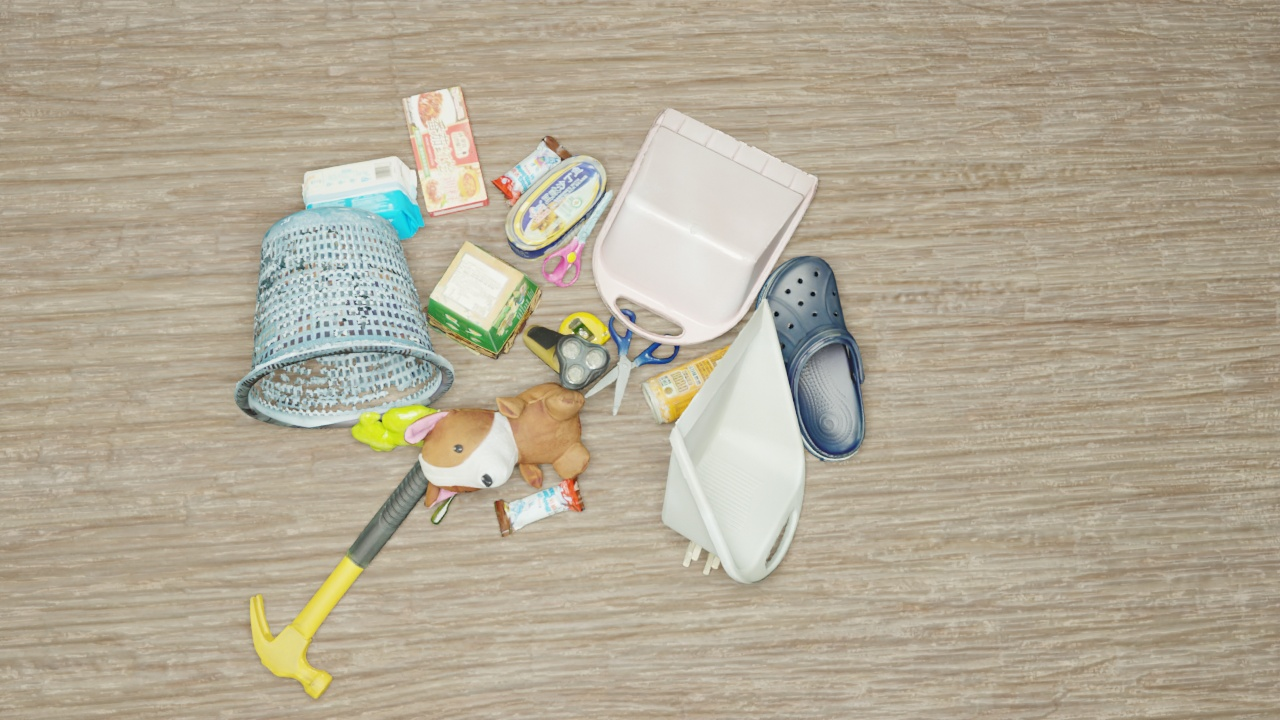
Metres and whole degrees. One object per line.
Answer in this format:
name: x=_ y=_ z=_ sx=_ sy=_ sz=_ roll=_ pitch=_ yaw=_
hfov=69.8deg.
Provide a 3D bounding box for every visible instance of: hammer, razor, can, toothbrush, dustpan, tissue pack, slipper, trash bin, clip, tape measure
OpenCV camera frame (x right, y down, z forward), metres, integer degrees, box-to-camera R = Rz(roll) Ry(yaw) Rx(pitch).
hammer: x=-0.327 y=0.228 z=1.053 sx=0.129 sy=0.033 sz=0.300 roll=37 pitch=81 yaw=1
razor: x=-0.094 y=-0.013 z=1.047 sx=0.062 sy=0.167 sz=0.067 roll=-39 pitch=119 yaw=-13
can: x=-0.102 y=-0.186 z=1.121 sx=0.148 sy=0.049 sz=0.074 roll=-44 pitch=86 yaw=-8
toothbrush: x=-0.189 y=0.116 z=1.088 sx=0.012 sy=0.017 sz=0.185 roll=34 pitch=79 yaw=4
dustpan: x=0.063 y=-0.158 z=1.133 sx=0.222 sy=0.139 sz=0.272 roll=29 pitch=48 yaw=5
tissue pack: x=-0.332 y=-0.183 z=1.091 sx=0.140 sy=0.063 sz=0.090 roll=-12 pitch=61 yaw=-6
can: x=0.078 y=0.024 z=1.095 sx=0.146 sy=0.058 sz=0.058 roll=-22 pitch=83 yaw=-7
slipper: x=0.207 y=-0.003 z=1.092 sx=0.105 sy=0.095 sz=0.252 roll=-11 pitch=85 yaw=-8
trash bin: x=-0.333 y=-0.053 z=1.019 sx=0.226 sy=0.227 sz=0.195 roll=-11 pitch=69 yaw=-5
dustpan: x=0.126 y=0.112 z=1.001 sx=0.143 sy=0.258 sz=0.222 roll=27 pitch=50 yaw=14
clip: x=0.084 y=0.201 z=1.066 sx=0.035 sy=0.094 sz=0.102 roll=24 pitch=91 yaw=0
tape measure: x=-0.071 y=-0.030 z=1.109 sx=0.057 sy=0.029 sz=0.060 roll=44 pitch=81 yaw=4

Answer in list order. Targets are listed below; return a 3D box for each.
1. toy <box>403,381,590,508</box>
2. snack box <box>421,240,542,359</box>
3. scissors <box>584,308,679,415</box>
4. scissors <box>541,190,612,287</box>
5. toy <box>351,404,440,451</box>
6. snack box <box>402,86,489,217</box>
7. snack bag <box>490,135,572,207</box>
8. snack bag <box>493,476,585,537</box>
toy: x=-0.157 y=0.098 z=1.031 sx=0.199 sy=0.130 sz=0.140 roll=-11 pitch=118 yaw=-11
snack box: x=-0.187 y=-0.078 z=1.071 sx=0.117 sy=0.106 sz=0.118 roll=30 pitch=80 yaw=2
scissors: x=-0.019 y=-0.004 z=1.074 sx=0.165 sy=0.012 sz=0.155 roll=-12 pitch=57 yaw=-36
scissors: x=-0.071 y=-0.149 z=1.108 sx=0.054 sy=0.017 sz=0.133 roll=27 pitch=102 yaw=-38
toy: x=-0.277 y=0.079 z=1.060 sx=0.100 sy=0.096 sz=0.031 roll=-27 pitch=48 yaw=18
snack box: x=-0.241 y=-0.258 z=1.135 sx=0.075 sy=0.025 sz=0.153 roll=-13 pitch=82 yaw=-5
snack bag: x=-0.137 y=-0.235 z=1.138 sx=0.105 sy=0.026 sz=0.045 roll=-42 pitch=76 yaw=-11
snack bag: x=-0.118 y=0.171 z=1.077 sx=0.104 sy=0.026 sz=0.048 roll=-15 pitch=70 yaw=-6
